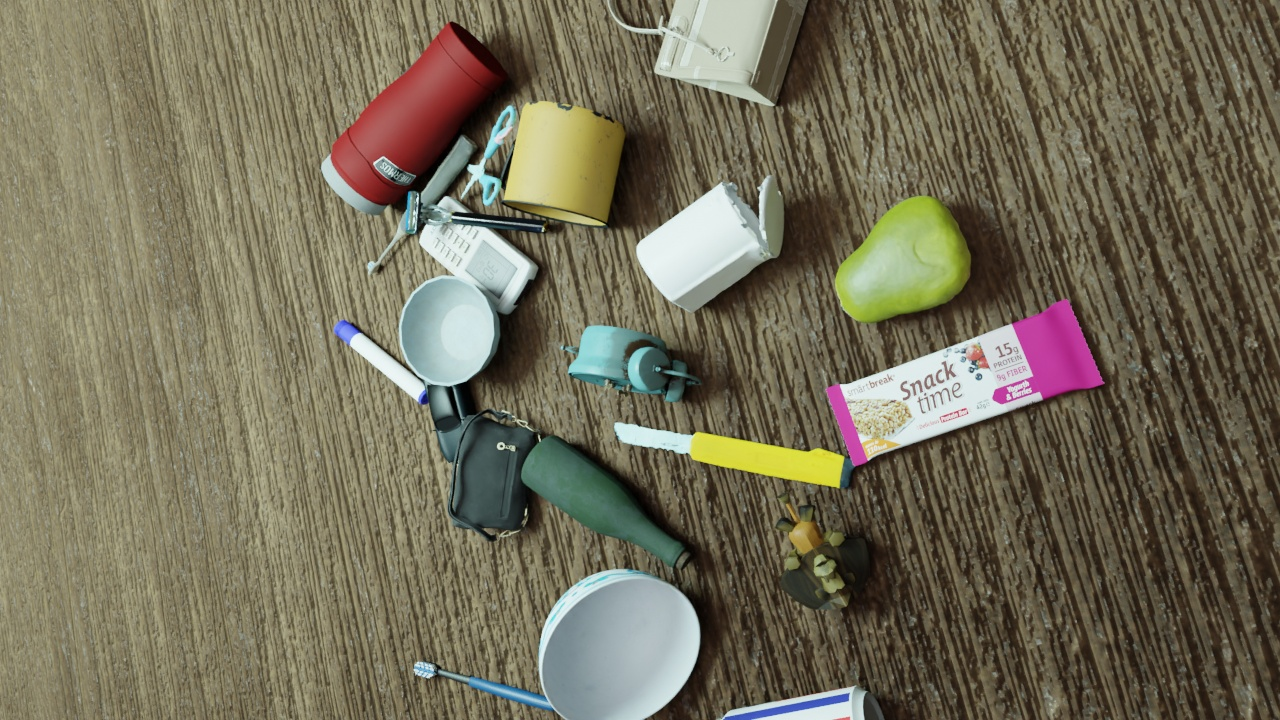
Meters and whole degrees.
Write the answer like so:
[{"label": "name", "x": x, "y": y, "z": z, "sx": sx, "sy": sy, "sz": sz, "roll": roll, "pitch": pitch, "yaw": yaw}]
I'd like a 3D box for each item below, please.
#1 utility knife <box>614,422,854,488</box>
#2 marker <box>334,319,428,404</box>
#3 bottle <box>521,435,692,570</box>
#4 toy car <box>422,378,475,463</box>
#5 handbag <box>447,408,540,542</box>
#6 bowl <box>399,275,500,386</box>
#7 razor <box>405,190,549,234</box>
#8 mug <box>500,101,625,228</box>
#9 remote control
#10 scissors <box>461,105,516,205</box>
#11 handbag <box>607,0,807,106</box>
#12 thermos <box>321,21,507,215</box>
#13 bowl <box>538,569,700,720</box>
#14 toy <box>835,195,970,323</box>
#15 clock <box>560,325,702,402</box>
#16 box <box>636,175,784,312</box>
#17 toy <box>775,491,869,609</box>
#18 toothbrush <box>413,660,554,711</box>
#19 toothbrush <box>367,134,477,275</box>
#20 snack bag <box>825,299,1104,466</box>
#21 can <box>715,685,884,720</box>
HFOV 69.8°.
[{"label": "utility knife", "x": 0.076, "y": 0.079, "z": 0.805, "sx": 0.224, "sy": 0.019, "sz": 0.030, "roll": 9, "pitch": 87, "yaw": 21}, {"label": "marker", "x": -0.274, "y": 0.002, "z": 0.978, "sx": 0.141, "sy": 0.020, "sz": 0.020, "roll": 35, "pitch": 103, "yaw": 22}, {"label": "bottle", "x": -0.028, "y": 0.135, "z": 0.835, "sx": 0.174, "sy": 0.055, "sz": 0.055, "roll": 32, "pitch": 102, "yaw": 22}, {"label": "toy car", "x": -0.193, "y": 0.047, "z": 0.928, "sx": 0.046, "sy": 0.034, "sz": 0.112, "roll": -21, "pitch": 80, "yaw": 24}, {"label": "handbag", "x": -0.140, "y": 0.112, "z": 0.885, "sx": 0.079, "sy": 0.054, "sz": 0.128, "roll": 7, "pitch": 94, "yaw": -5}, {"label": "bowl", "x": -0.180, "y": -0.028, "z": 0.898, "sx": 0.106, "sy": 0.039, "sz": 0.106, "roll": 0, "pitch": 89, "yaw": 21}, {"label": "razor", "x": -0.159, "y": -0.137, "z": 0.899, "sx": 0.144, "sy": 0.022, "sz": 0.043, "roll": 8, "pitch": 98, "yaw": 8}, {"label": "mug", "x": -0.078, "y": -0.181, "z": 0.844, "sx": 0.124, "sy": 0.100, "sz": 0.094, "roll": 13, "pitch": 92, "yaw": 33}, {"label": "remote control", "x": -0.164, "y": -0.106, "z": 0.922, "sx": 0.138, "sy": 0.025, "sz": 0.060, "roll": 39, "pitch": 105, "yaw": 21}, {"label": "scissors", "x": -0.149, "y": -0.176, "z": 0.882, "sx": 0.141, "sy": 0.015, "sz": 0.111, "roll": 137, "pitch": 138, "yaw": -54}, {"label": "handbag", "x": 0.052, "y": -0.335, "z": 0.818, "sx": 0.198, "sy": 0.062, "sz": 0.176, "roll": 21, "pitch": 97, "yaw": 33}, {"label": "thermos", "x": -0.234, "y": -0.249, "z": 0.933, "sx": 0.199, "sy": 0.084, "sz": 0.108, "roll": -41, "pitch": 53, "yaw": 17}, {"label": "bowl", "x": -0.028, "y": 0.239, "z": 0.808, "sx": 0.074, "sy": 0.143, "sz": 0.144, "roll": 36, "pitch": 108, "yaw": 63}, {"label": "toy", "x": 0.204, "y": -0.075, "z": 0.729, "sx": 0.110, "sy": 0.051, "sz": 0.090, "roll": -29, "pitch": 74, "yaw": 25}, {"label": "clock", "x": -0.005, "y": 0.005, "z": 0.809, "sx": 0.124, "sy": 0.090, "sz": 0.053, "roll": 7, "pitch": 82, "yaw": 26}, {"label": "box", "x": 0.071, "y": -0.101, "z": 0.781, "sx": 0.143, "sy": 0.080, "sz": 0.089, "roll": -36, "pitch": 58, "yaw": 19}, {"label": "toy", "x": 0.141, "y": 0.153, "z": 0.744, "sx": 0.076, "sy": 0.062, "sz": 0.100, "roll": -30, "pitch": 94, "yaw": 4}, {"label": "toothbrush", "x": -0.155, "y": 0.324, "z": 0.914, "sx": 0.168, "sy": 0.014, "sz": 0.014, "roll": 5, "pitch": 79, "yaw": 26}, {"label": "toothbrush", "x": -0.232, "y": -0.157, "z": 0.961, "sx": 0.186, "sy": 0.022, "sz": 0.024, "roll": -48, "pitch": 65, "yaw": 18}, {"label": "snack bag", "x": 0.248, "y": 0.020, "z": 0.723, "sx": 0.197, "sy": 0.016, "sz": 0.070, "roll": -22, "pitch": 78, "yaw": 23}, {"label": "can", "x": 0.129, "y": 0.311, "z": 0.744, "sx": 0.132, "sy": 0.070, "sz": 0.070, "roll": -21, "pitch": 79, "yaw": 24}]
